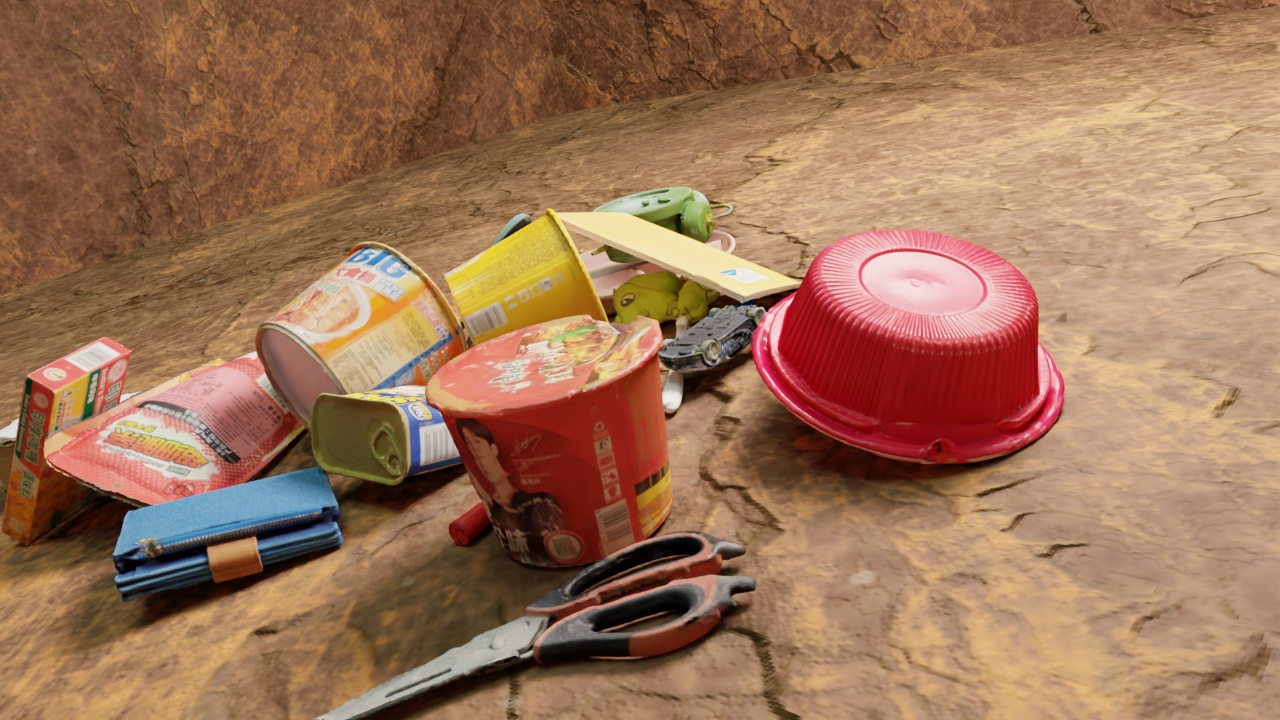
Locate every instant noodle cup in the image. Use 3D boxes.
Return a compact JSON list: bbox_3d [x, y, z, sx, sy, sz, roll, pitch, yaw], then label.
[{"bbox_3d":[-0.098,-0.046,0.797,0.109,0.138,0.138,-25,22,-6],"label":"instant noodle cup"},{"bbox_3d":[-0.232,-0.006,0.755,0.152,0.151,0.111,6,36,42],"label":"instant noodle cup"},{"bbox_3d":[0.167,-0.024,0.567,0.194,0.066,0.193,0,36,0],"label":"instant noodle cup"},{"bbox_3d":[-0.045,0.047,0.534,0.138,0.109,0.137,-11,20,4],"label":"instant noodle cup"}]

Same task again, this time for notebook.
[{"bbox_3d":[0.034,-0.102,0.855,0.206,0.010,0.145,25,20,23],"label":"notebook"}]

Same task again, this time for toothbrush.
[{"bbox_3d":[0.030,0.000,0.744,0.016,0.016,0.179,-6,22,9],"label":"toothbrush"}]

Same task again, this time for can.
[{"bbox_3d":[-0.170,0.049,0.657,0.102,0.057,0.083,4,8,35],"label":"can"}]

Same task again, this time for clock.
[{"bbox_3d":[0.023,-0.154,1.017,0.161,0.056,0.116,-12,21,6],"label":"clock"}]

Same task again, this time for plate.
[{"bbox_3d":[-0.007,-0.096,1.008,0.229,0.028,0.229,-13,21,5],"label":"plate"}]

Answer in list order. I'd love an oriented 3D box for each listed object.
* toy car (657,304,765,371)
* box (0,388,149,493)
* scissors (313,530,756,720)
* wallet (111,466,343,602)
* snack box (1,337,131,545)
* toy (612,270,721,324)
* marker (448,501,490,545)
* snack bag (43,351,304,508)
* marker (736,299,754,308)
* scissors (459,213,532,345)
[{"bbox_3d":[0.058,-0.015,0.721,0.049,0.031,0.105,1,25,45],"label":"toy car"},{"bbox_3d":[-0.477,0.071,0.815,0.184,0.063,0.089,-5,22,16],"label":"box"},{"bbox_3d":[-0.048,0.137,0.432,0.183,0.015,0.208,2,26,35],"label":"scissors"},{"bbox_3d":[-0.270,0.110,0.608,0.133,0.040,0.106,-13,18,-22],"label":"wallet"},{"bbox_3d":[-0.443,0.062,0.706,0.027,0.156,0.076,28,27,0],"label":"snack box"},{"bbox_3d":[0.022,-0.059,0.869,0.100,0.031,0.096,16,55,26],"label":"toy"},{"bbox_3d":[-0.073,0.076,0.609,0.017,0.017,0.144,1,25,35],"label":"marker"},{"bbox_3d":[-0.353,0.056,0.742,0.128,0.073,0.207,28,23,-2],"label":"snack bag"},{"bbox_3d":[0.100,-0.024,0.766,0.017,0.017,0.145,-13,20,0],"label":"marker"},{"bbox_3d":[-0.126,-0.090,0.910,0.019,0.175,0.169,35,40,6],"label":"scissors"}]
